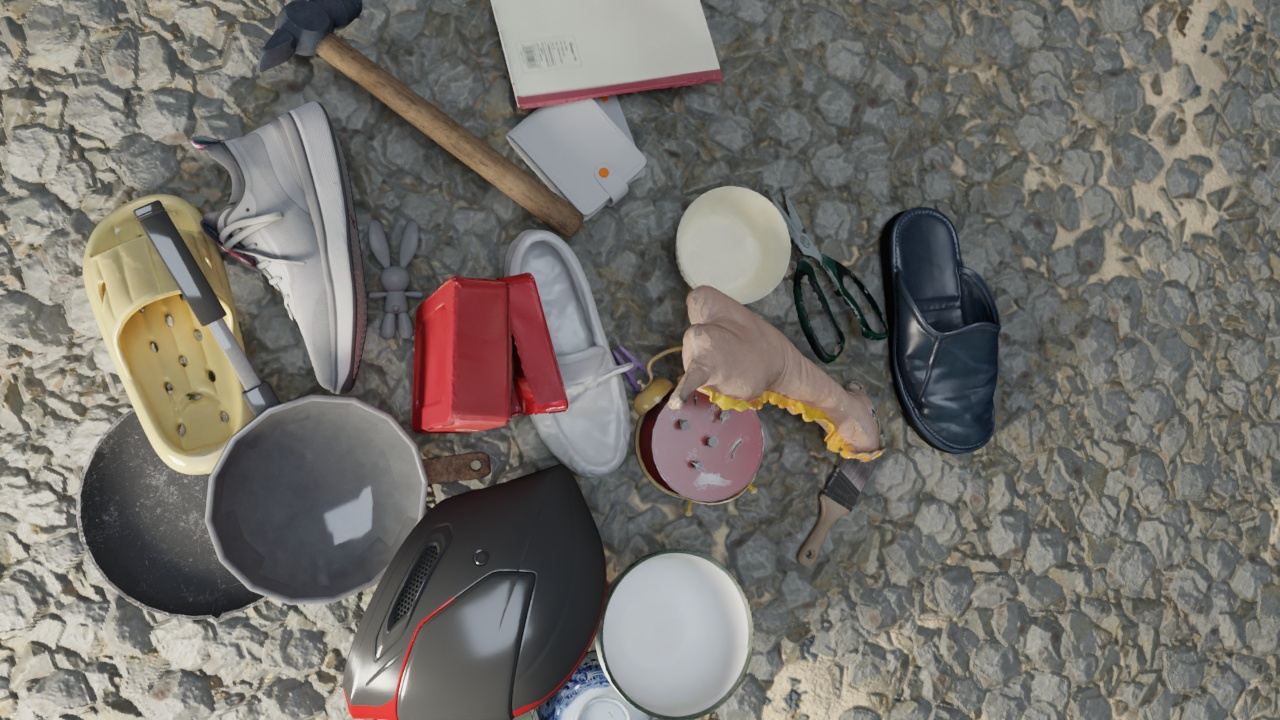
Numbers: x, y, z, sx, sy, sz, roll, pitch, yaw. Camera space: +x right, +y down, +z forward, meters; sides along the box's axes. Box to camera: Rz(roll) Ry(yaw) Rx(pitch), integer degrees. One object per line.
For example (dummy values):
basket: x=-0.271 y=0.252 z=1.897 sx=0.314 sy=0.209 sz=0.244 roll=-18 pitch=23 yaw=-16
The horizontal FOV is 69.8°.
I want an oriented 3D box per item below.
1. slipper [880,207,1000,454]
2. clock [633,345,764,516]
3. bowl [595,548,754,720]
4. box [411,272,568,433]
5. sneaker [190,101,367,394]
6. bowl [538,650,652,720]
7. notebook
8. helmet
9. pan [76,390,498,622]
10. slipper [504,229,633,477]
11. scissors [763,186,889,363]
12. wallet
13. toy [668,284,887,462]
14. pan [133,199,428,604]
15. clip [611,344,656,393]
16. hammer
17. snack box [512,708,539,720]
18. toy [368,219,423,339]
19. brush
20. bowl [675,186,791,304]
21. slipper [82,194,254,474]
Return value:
slipper: x=0.319 y=-0.031 z=0.946 sx=0.108 sy=0.083 sz=0.265 roll=-11 pitch=92 yaw=-14
clock: x=0.055 y=0.063 z=0.886 sx=0.117 sy=0.081 sz=0.159 roll=-17 pitch=91 yaw=-12
bowl: x=0.024 y=0.257 z=0.868 sx=0.153 sy=0.073 sz=0.153 roll=5 pitch=75 yaw=-20
box: x=-0.146 y=-0.002 z=0.802 sx=0.112 sy=0.158 sz=0.134 roll=-10 pitch=87 yaw=-23
sneaker: x=-0.315 y=-0.094 z=0.812 sx=0.128 sy=0.097 sz=0.263 roll=-11 pitch=86 yaw=-10
bowl: x=-0.038 y=0.340 z=0.874 sx=0.114 sy=0.045 sz=0.114 roll=1 pitch=88 yaw=-12
notebook: x=-0.036 y=-0.329 z=0.903 sx=0.208 sy=0.012 sz=0.153 roll=-12 pitch=78 yaw=-13
helmet: x=-0.119 y=0.208 z=0.795 sx=0.170 sy=0.164 sz=0.264 roll=20 pitch=63 yaw=9
pan: x=-0.309 y=0.116 z=0.831 sx=0.356 sy=0.040 sz=0.207 roll=-6 pitch=89 yaw=-13
slipper: x=-0.067 y=-0.008 z=0.875 sx=0.112 sy=0.074 sz=0.247 roll=-15 pitch=93 yaw=3
scissors: x=0.167 y=-0.085 z=0.921 sx=0.209 sy=0.015 sz=0.141 roll=53 pitch=49 yaw=-1
wallet: x=-0.049 y=-0.212 z=0.900 sx=0.115 sy=0.037 sz=0.118 roll=-43 pitch=93 yaw=-10
toy: x=0.135 y=0.039 z=0.862 sx=0.264 sy=0.065 sz=0.195 roll=39 pitch=44 yaw=-21
pan: x=-0.309 y=0.037 z=0.754 sx=0.178 sy=0.041 sz=0.357 roll=-31 pitch=109 yaw=-22
clip: x=-0.011 y=0.012 z=0.911 sx=0.052 sy=0.014 sz=0.042 roll=25 pitch=85 yaw=-13
hammer: x=-0.188 y=-0.216 z=0.840 sx=0.321 sy=0.040 sz=0.129 roll=36 pitch=50 yaw=-9
snack box: x=-0.130 y=0.362 z=0.855 sx=0.080 sy=0.025 sz=0.147 roll=-19 pitch=92 yaw=0
toy: x=-0.229 y=-0.076 z=0.858 sx=0.049 sy=0.030 sz=0.112 roll=-2 pitch=96 yaw=-12
brush: x=0.203 y=0.145 z=0.949 sx=0.039 sy=0.012 sz=0.151 roll=33 pitch=82 yaw=-9
bowl: x=0.084 y=-0.109 z=0.909 sx=0.115 sy=0.062 sz=0.115 roll=1 pitch=88 yaw=-12
slipper: x=-0.400 y=-0.031 z=0.774 sx=0.111 sy=0.079 sz=0.261 roll=-19 pitch=79 yaw=-16
